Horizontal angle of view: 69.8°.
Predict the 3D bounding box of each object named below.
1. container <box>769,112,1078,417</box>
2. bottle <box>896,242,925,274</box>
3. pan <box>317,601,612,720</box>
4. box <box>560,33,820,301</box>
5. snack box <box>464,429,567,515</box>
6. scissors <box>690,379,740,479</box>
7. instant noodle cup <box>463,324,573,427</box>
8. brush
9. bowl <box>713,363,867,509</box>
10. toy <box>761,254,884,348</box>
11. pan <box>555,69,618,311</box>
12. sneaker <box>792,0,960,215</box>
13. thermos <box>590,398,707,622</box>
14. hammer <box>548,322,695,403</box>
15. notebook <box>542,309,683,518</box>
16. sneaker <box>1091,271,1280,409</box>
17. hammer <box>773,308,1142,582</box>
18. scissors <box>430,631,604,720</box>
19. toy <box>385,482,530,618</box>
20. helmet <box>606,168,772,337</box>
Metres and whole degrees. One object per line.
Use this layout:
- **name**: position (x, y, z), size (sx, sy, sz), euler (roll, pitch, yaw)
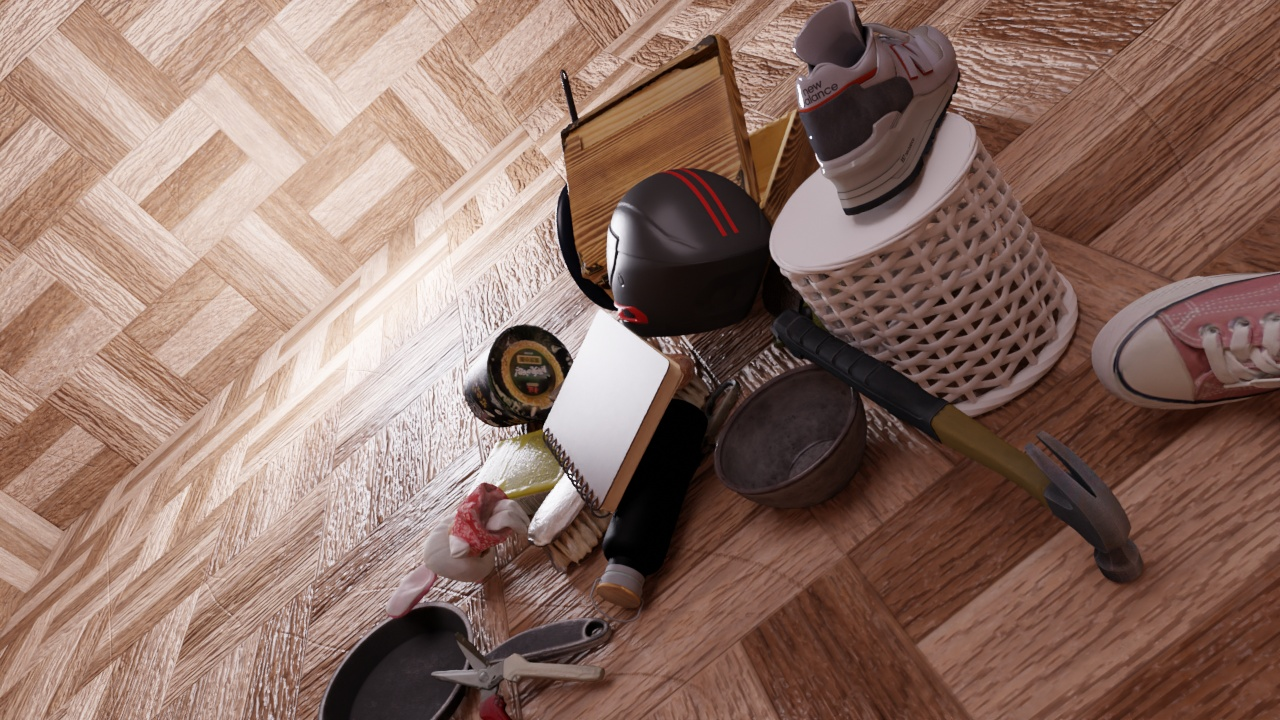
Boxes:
- **container**: position (0.236, -0.076, 0.775), size (0.190, 0.187, 0.189), euler (-33, 28, 19)
- **bottle**: position (0.232, -0.128, 1.014), size (0.052, 0.052, 0.195), euler (-45, 26, -6)
- **pan**: position (-0.179, 0.312, 0.929), size (0.358, 0.055, 0.186), euler (-16, 34, 22)
- **box**: position (0.048, -0.223, 1.190), size (0.280, 0.263, 0.268), euler (-19, 36, 37)
- **snack box**: position (-0.130, 0.139, 1.130), size (0.181, 0.045, 0.121), euler (-19, 33, 35)
- **scissors**: position (0.080, 0.078, 0.962), size (0.169, 0.012, 0.157), euler (-27, 30, 32)
- **instant noodle cup**: position (-0.173, 0.032, 1.265), size (0.113, 0.137, 0.137), euler (-26, 29, 51)
- **brush**: position (-0.023, 0.108, 1.008), size (0.270, 0.056, 0.083), euler (-51, 22, -19)
- **bowl**: position (0.143, 0.078, 0.811), size (0.145, 0.067, 0.144), euler (-33, 28, 19)
- **toy**: position (0.183, -0.067, 0.947), size (0.179, 0.078, 0.152), euler (-63, 21, 13)
- **pan**: position (-0.068, -0.245, 1.306), size (0.021, 0.356, 0.198), euler (-15, -3, 33)
- **sneaker**: position (0.181, -0.232, 0.727), size (0.089, 0.124, 0.239), euler (-18, 35, 40)
- **thermos**: position (0.007, 0.146, 0.897), size (0.061, 0.061, 0.230), euler (-17, 40, 42)
- **hammer**: position (-0.006, 0.006, 1.043), size (0.157, 0.037, 0.301), euler (-46, 14, -12)
- **notebook**: position (-0.038, 0.049, 0.956), size (0.167, 0.024, 0.225), euler (-64, 25, 7)
- **sneaker**: position (0.404, -0.018, 0.550), size (0.242, 0.118, 0.087), euler (-21, 15, 26)
- **hammer**: position (0.203, 0.034, 0.668), size (0.025, 0.118, 0.333), euler (-43, 36, -5)
- **scissors**: position (-0.113, 0.303, 0.838), size (0.179, 0.015, 0.194), euler (-32, 42, 10)
- **toy**: position (-0.191, 0.204, 1.020), size (0.195, 0.084, 0.158), euler (-41, -6, 33)
- **helmet**: position (0.046, -0.123, 1.000), size (0.164, 0.170, 0.265), euler (-17, 15, -19)
